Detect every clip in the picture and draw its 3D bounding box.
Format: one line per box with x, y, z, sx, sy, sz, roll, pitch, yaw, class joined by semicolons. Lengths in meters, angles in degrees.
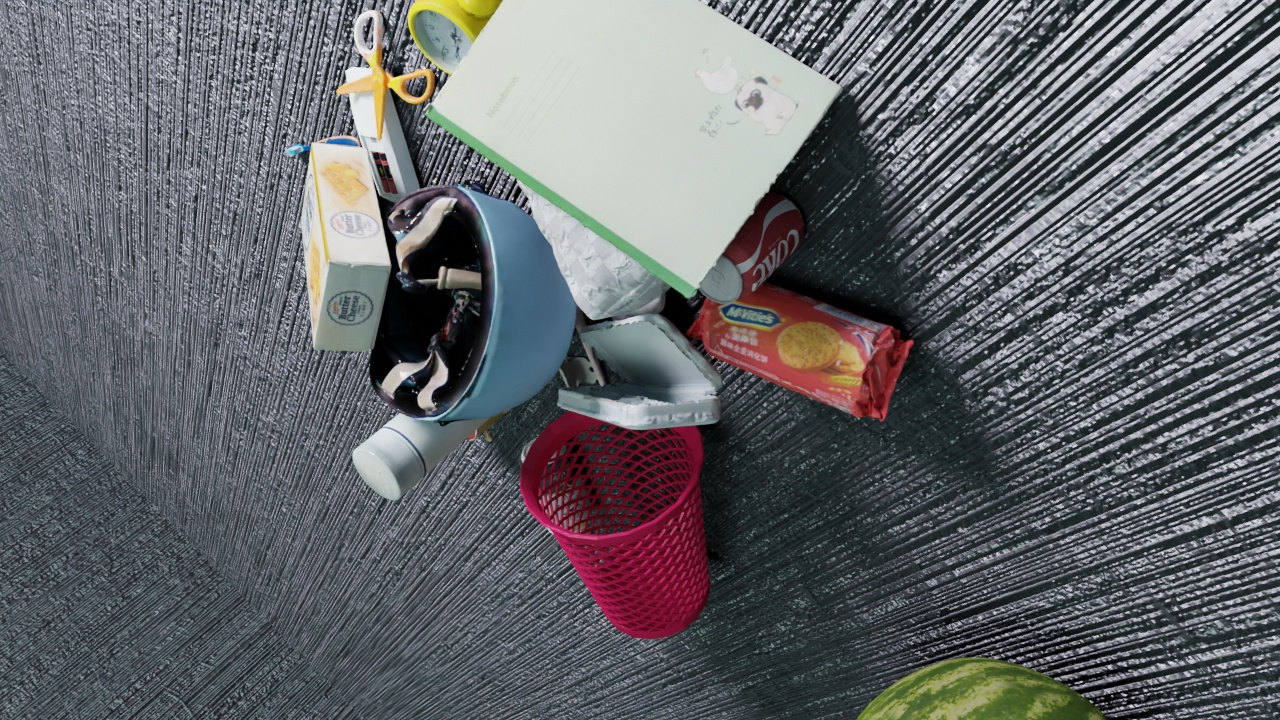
-0.075;0.017;0.991;0.054;0.038;0.102;12;133;52;clip

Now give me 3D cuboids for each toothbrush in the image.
-0.047;-0.005;0.956;0.018;0.015;0.181;1;124;34;toothbrush
-0.358;-0.239;1.030;0.135;0.017;0.021;6;129;39;toothbrush

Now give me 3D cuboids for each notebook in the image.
-0.012;-0.187;0.666;0.252;0.182;0.010;36;-177;12;notebook

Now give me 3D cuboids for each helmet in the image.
-0.150;-0.053;0.867;0.266;0.166;0.225;12;98;58;helmet
0.297;0.376;0.800;0.213;0.247;0.243;57;-177;-4;helmet

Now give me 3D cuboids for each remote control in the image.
-0.270;-0.229;0.953;0.050;0.024;0.143;16;132;32;remote control

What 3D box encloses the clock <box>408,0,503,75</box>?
-0.147;-0.287;0.750;0.083;0.057;0.119;26;154;12;clock

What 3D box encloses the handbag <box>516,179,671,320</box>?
-0.020;-0.121;0.733;0.113;0.123;0.171;-35;72;38;handbag

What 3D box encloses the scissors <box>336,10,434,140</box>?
-0.253;-0.279;0.891;0.125;0.011;0.129;-3;114;29;scissors

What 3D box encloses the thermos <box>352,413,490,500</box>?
-0.197;0.051;0.969;0.068;0.229;0.068;25;138;25;thermos

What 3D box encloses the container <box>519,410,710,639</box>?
-0.005;0.180;0.969;0.183;0.182;0.226;17;141;32;container

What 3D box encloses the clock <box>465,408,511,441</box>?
-0.232;0.028;1.098;0.159;0.081;0.117;34;140;14;clock

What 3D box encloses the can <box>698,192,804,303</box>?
0.082;-0.086;0.702;0.054;0.096;0.054;24;137;25;can

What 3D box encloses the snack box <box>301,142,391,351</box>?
-0.294;-0.116;0.903;0.104;0.057;0.207;-66;34;36;snack box

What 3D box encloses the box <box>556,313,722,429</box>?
-0.002;-0.002;0.848;0.217;0.107;0.110;-173;84;-65;box

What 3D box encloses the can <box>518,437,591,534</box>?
-0.099;0.155;1.103;0.064;0.064;0.127;10;129;36;can

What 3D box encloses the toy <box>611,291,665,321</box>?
-0.010;-0.070;0.848;0.076;0.037;0.126;20;141;23;toy

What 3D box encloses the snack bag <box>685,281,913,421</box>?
0.130;-0.015;0.742;0.176;0.082;0.082;24;137;26;snack bag
